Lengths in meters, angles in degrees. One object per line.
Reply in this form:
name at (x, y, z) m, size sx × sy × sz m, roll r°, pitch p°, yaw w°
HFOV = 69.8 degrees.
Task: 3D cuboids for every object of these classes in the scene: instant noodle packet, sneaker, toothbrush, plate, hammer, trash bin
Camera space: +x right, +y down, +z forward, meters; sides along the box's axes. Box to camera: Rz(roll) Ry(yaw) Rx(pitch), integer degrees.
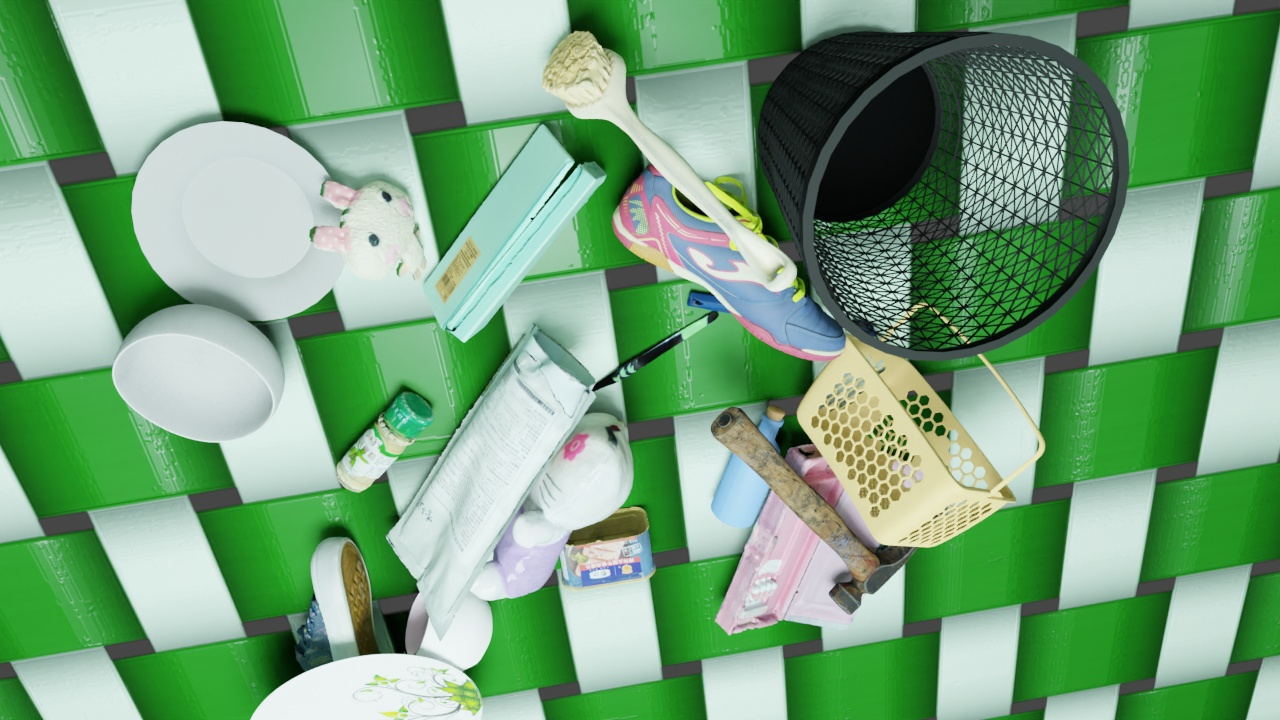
instant noodle packet at (-0.139, 0.106, 0.841) m, size 0.057 × 0.147 × 0.269 m, roll 22°, pitch 108°, yaw -41°
sneaker at (0.094, -0.085, 0.793) m, size 0.241 × 0.116 × 0.091 m, roll 31°, pitch 118°, yaw -14°
toothbrush at (0.137, -0.042, 0.876) m, size 0.190 × 0.017 × 0.016 m, roll 9°, pitch 114°, yaw -12°
sneaker at (-0.321, 0.284, 0.947) m, size 0.079 × 0.087 × 0.236 m, roll -1°, pitch 120°, yaw -3°
plate at (-0.279, 0.363, 0.941) m, size 0.229 × 0.030 × 0.230 m, roll -9°, pitch 128°, yaw -12°
toothbrush at (-0.005, 0.005, 0.883) m, size 0.188 × 0.017 × 0.014 m, roll -32°, pitch 114°, yaw 7°
hammer at (0.172, 0.137, 0.895) m, size 0.120 × 0.033 × 0.330 m, roll -45°, pitch 128°, yaw 0°
plate at (-0.334, -0.116, 0.777) m, size 0.172 × 0.019 × 0.173 m, roll -3°, pitch 117°, yaw -6°
trash bin at (0.197, -0.151, 0.701) m, size 0.217 × 0.243 × 0.217 m, roll -3°, pitch 117°, yaw -6°

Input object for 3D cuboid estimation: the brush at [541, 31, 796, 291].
brush at (0.020, -0.152, 0.698) m, size 0.272 × 0.077 × 0.062 m, roll 49°, pitch 117°, yaw 17°

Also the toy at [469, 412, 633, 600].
toy at (-0.079, 0.140, 0.873) m, size 0.085 × 0.137 × 0.210 m, roll 38°, pitch 108°, yaw -7°

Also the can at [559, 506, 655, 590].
can at (-0.037, 0.195, 0.953) m, size 0.100 × 0.054 × 0.059 m, roll -9°, pitch 116°, yaw -3°

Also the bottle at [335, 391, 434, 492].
bottle at (-0.245, 0.079, 0.875) m, size 0.042 × 0.042 × 0.110 m, roll 39°, pitch 107°, yaw -23°

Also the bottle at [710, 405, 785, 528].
bottle at (0.114, 0.104, 0.929) m, size 0.048 × 0.048 × 0.131 m, roll 13°, pitch 114°, yaw -14°

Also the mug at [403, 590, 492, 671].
mug at (-0.205, 0.288, 0.963) m, size 0.076 × 0.090 × 0.124 m, roll 19°, pitch 131°, yaw -27°

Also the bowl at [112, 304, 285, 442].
bowl at (-0.378, 0.004, 0.800) m, size 0.132 × 0.064 × 0.132 m, roll 0°, pitch 134°, yaw 0°

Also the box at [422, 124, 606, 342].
box at (-0.120, -0.111, 0.783) m, size 0.079 × 0.077 × 0.189 m, roll 40°, pitch 108°, yaw -6°

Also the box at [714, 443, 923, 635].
box at (0.188, 0.192, 0.986) m, size 0.179 × 0.055 × 0.233 m, roll 7°, pitch 116°, yaw -28°

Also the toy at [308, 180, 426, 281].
toy at (-0.219, -0.107, 0.769) m, size 0.112 × 0.087 × 0.050 m, roll 26°, pitch 154°, yaw -31°

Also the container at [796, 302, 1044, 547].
container at (0.258, 0.059, 0.838) m, size 0.129 × 0.183 × 0.167 m, roll 13°, pitch 127°, yaw -42°
